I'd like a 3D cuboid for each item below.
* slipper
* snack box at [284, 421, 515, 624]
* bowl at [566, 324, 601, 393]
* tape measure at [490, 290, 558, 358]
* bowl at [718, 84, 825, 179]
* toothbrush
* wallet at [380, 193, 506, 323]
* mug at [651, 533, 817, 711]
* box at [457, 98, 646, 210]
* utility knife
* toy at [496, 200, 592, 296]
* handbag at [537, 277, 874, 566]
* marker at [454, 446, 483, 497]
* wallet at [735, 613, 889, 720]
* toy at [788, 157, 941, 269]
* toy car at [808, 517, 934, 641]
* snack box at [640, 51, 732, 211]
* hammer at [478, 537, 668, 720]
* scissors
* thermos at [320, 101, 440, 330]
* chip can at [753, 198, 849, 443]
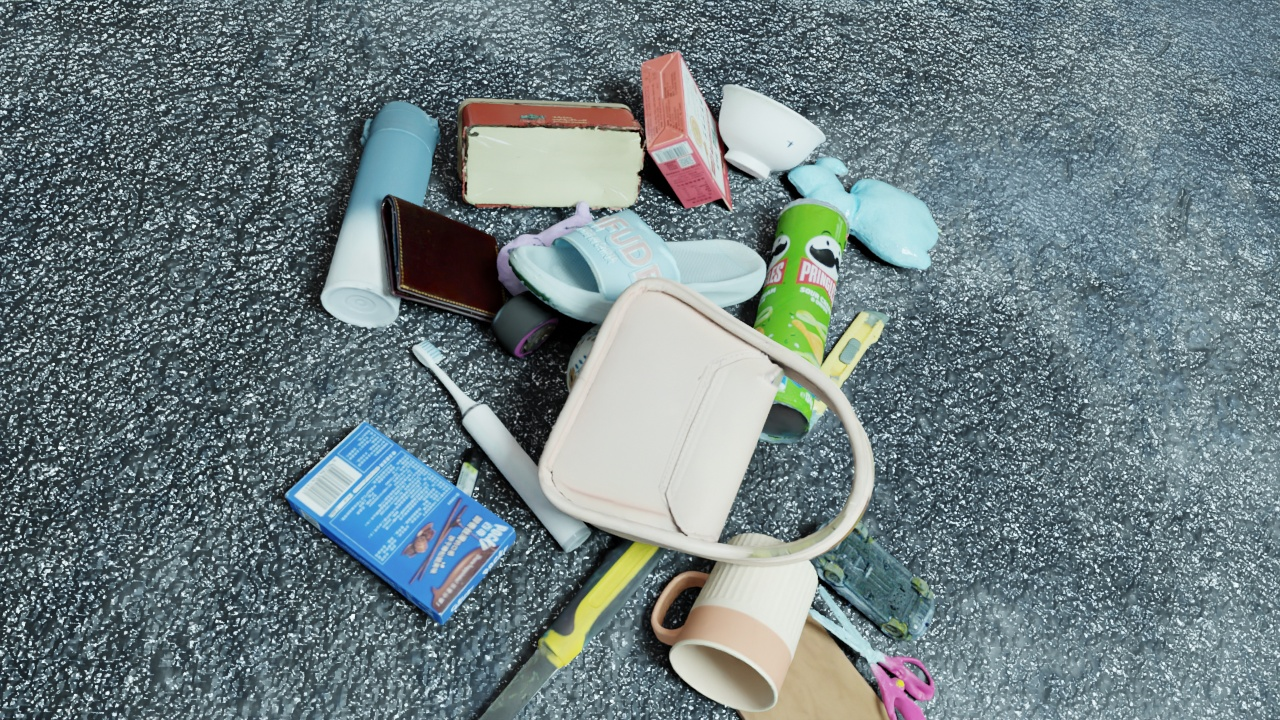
[{"bbox_3d":[0.008,-0.087,0.804,0.245,0.074,0.104,-7,37,-28],"label":"slipper"},{"bbox_3d":[-0.182,0.121,0.700,0.157,0.026,0.084,32,59,16],"label":"snack box"},{"bbox_3d":[-0.005,0.005,0.799,0.113,0.062,0.113,6,59,-10],"label":"bowl"},{"bbox_3d":[-0.099,-0.031,0.798,0.057,0.057,0.039,-34,75,-36],"label":"tape measure"},{"bbox_3d":[0.123,-0.226,0.945,0.118,0.118,0.065,28,96,3],"label":"bowl"},{"bbox_3d":[-0.120,0.066,0.758,0.026,0.027,0.221,-30,71,-39],"label":"toothbrush"},{"bbox_3d":[-0.167,-0.085,0.796,0.122,0.020,0.096,17,55,-48],"label":"wallet"},{"bbox_3d":[0.068,0.195,0.703,0.115,0.082,0.105,5,43,30],"label":"mug"},{"bbox_3d":[-0.084,-0.187,0.859,0.168,0.091,0.079,-2,37,-14],"label":"box"},{"bbox_3d":[0.190,0.007,0.874,0.031,0.019,0.172,33,64,12],"label":"utility knife"},{"bbox_3d":[-0.081,-0.091,0.845,0.107,0.039,0.084,-26,97,-24],"label":"toy"},{"bbox_3d":[0.059,0.062,0.688,0.234,0.093,0.193,22,84,13],"label":"handbag"},{"bbox_3d":[-0.147,0.123,0.728,0.018,0.015,0.123,15,56,-6],"label":"marker"},{"bbox_3d":[0.131,0.269,0.710,0.101,0.020,0.115,-27,68,-24],"label":"wallet"},{"bbox_3d":[0.239,-0.154,0.951,0.156,0.050,0.161,-4,55,-15],"label":"toy"},{"bbox_3d":[0.190,0.182,0.763,0.120,0.037,0.054,40,59,-2],"label":"toy car"},{"bbox_3d":[0.046,-0.222,0.921,0.044,0.127,0.113,-15,59,19],"label":"snack box"},{"bbox_3d":[-0.054,0.210,0.691,0.126,0.032,0.322,40,60,9],"label":"hammer"},{"bbox_3d":[0.188,0.231,0.732,0.096,0.017,0.137,-16,64,-49],"label":"scissors"},{"bbox_3d":[-0.230,-0.137,0.822,0.070,0.070,0.220,9,60,-9],"label":"thermos"},{"bbox_3d":[0.143,-0.041,0.852,0.072,0.072,0.235,19,59,-3],"label":"chip can"}]
